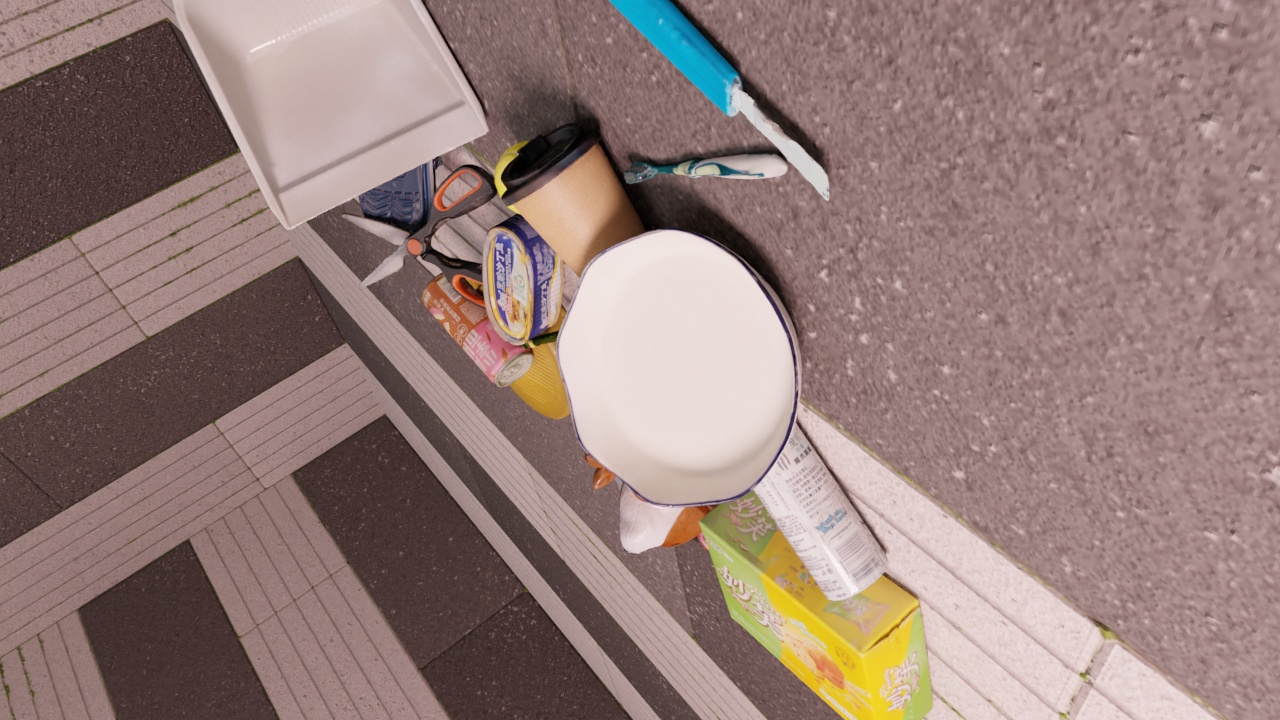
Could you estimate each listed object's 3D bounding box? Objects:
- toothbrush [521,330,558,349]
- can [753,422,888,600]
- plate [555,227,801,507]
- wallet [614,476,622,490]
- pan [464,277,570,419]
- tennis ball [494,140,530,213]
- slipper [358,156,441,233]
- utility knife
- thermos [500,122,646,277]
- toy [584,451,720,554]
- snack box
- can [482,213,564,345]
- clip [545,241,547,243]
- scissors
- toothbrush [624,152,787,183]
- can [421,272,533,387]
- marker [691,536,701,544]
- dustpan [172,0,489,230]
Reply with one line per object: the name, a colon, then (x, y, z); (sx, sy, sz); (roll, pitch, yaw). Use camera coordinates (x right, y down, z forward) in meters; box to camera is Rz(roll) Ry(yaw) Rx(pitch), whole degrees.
toothbrush: (-0.074, -0.027, 0.972); (0.186, 0.012, 0.017); (-11, 121, 52)
can: (0.132, 0.114, 0.722); (0.146, 0.058, 0.058); (56, 161, 0)
plate: (0.029, 0.006, 0.675); (0.205, 0.045, 0.205); (8, 105, 34)
wallet: (0.001, 0.124, 1.074); (0.107, 0.036, 0.130); (22, 144, 40)
pan: (-0.172, -0.054, 1.175); (0.358, 0.078, 0.198); (28, 142, 41)
tennis ball: (-0.094, -0.159, 0.801); (0.065, 0.065, 0.066); (46, 159, 24)
slipper: (-0.273, -0.258, 1.030); (0.095, 0.105, 0.253); (-75, -14, -56)
utility knife: (0.037, -0.174, 0.541); (0.223, 0.018, 0.034); (51, 158, 17)
thermos: (-0.043, -0.114, 0.733); (0.143, 0.093, 0.093); (53, 162, -19)
toy: (0.019, 0.138, 0.949); (0.140, 0.130, 0.200); (27, 158, 22)
snack box: (0.155, 0.225, 0.826); (0.210, 0.070, 0.158); (33, 151, 46)
can: (-0.123, -0.085, 0.956); (0.075, 0.049, 0.148); (31, 138, 24)
clip: (-0.089, -0.141, 0.880); (0.036, 0.025, 0.058); (-9, 108, 61)
scissors: (-0.230, -0.134, 1.031); (0.221, 0.021, 0.233); (39, 119, 1)
toothbrush: (0.037, -0.128, 0.618); (0.192, 0.018, 0.016); (18, 138, 60)
can: (-0.192, -0.039, 1.075); (0.147, 0.057, 0.058); (47, 159, 16)
marker: (0.093, 0.211, 1.019); (0.018, 0.022, 0.131); (53, 165, -28)
dustpan: (-0.305, -0.300, 0.850); (0.257, 0.222, 0.143); (61, 175, 18)
